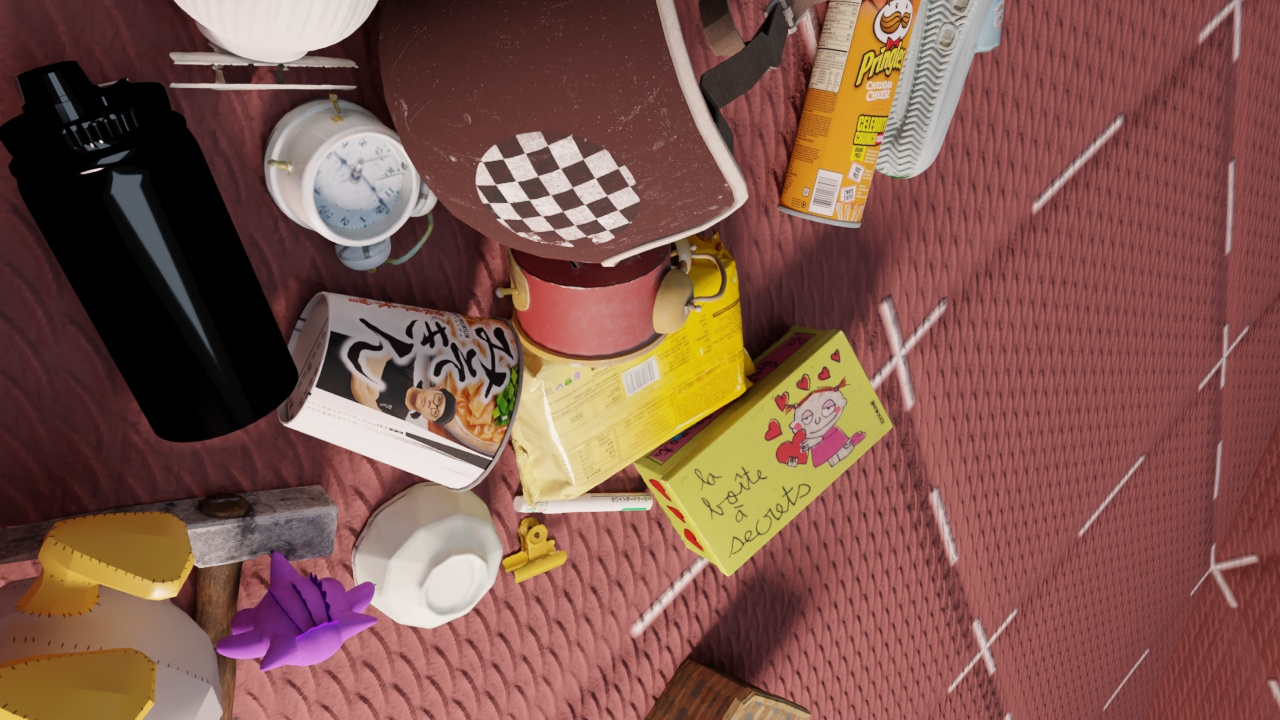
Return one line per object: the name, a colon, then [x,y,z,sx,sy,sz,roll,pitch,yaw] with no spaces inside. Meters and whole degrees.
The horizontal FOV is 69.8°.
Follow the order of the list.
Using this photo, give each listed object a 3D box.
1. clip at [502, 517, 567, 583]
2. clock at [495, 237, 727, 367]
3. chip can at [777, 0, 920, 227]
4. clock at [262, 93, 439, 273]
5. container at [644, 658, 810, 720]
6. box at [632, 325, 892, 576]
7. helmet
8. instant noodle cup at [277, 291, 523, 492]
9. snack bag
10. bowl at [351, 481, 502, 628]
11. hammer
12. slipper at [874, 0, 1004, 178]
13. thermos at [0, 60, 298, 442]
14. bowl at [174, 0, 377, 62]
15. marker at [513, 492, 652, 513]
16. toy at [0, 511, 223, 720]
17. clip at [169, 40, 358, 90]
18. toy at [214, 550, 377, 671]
clip: [-0.093,0.159,0.788,0.053,0.044,0.049,-16,84,-32]
clock: [-0.018,-0.064,0.646,0.159,0.116,0.081,0,130,0]
chip can: [0.179,-0.228,0.782,0.075,0.075,0.215,-2,112,-39]
clock: [-0.173,-0.105,0.565,0.083,0.057,0.117,-51,141,-8]
container: [0.083,0.462,0.962,0.157,0.186,0.250,36,86,-44]
box: [0.114,0.078,0.851,0.220,0.082,0.124,-38,112,-19]
helmet: [-0.016,-0.177,0.530,0.234,0.254,0.233,40,46,-55]
instant noodle cup: [-0.161,0.014,0.599,0.121,0.124,0.124,18,98,-34]
snack bag: [-0.004,0.004,0.749,0.246,0.068,0.160,-30,126,-26]
bowl: [-0.155,0.157,0.704,0.117,0.061,0.118,-18,121,-32]
hammer: [-0.329,0.231,0.614,0.217,0.037,0.301,-2,113,-39]
slipper: [0.263,-0.283,0.811,0.074,0.104,0.246,-12,124,-38]
thermos: [-0.262,-0.060,0.491,0.086,0.086,0.199,-29,127,-26]
bowl: [-0.195,-0.198,0.474,0.117,0.118,0.062,-7,143,-38]
marker: [-0.048,0.125,0.807,0.145,0.017,0.017,7,106,-42]
toy: [-0.311,0.199,0.500,0.246,0.140,0.268,15,131,-22]
clip: [-0.214,-0.154,0.506,0.101,0.056,0.046,-14,115,-43]
toy: [-0.217,0.162,0.585,0.105,0.088,0.056,-18,116,-33]
